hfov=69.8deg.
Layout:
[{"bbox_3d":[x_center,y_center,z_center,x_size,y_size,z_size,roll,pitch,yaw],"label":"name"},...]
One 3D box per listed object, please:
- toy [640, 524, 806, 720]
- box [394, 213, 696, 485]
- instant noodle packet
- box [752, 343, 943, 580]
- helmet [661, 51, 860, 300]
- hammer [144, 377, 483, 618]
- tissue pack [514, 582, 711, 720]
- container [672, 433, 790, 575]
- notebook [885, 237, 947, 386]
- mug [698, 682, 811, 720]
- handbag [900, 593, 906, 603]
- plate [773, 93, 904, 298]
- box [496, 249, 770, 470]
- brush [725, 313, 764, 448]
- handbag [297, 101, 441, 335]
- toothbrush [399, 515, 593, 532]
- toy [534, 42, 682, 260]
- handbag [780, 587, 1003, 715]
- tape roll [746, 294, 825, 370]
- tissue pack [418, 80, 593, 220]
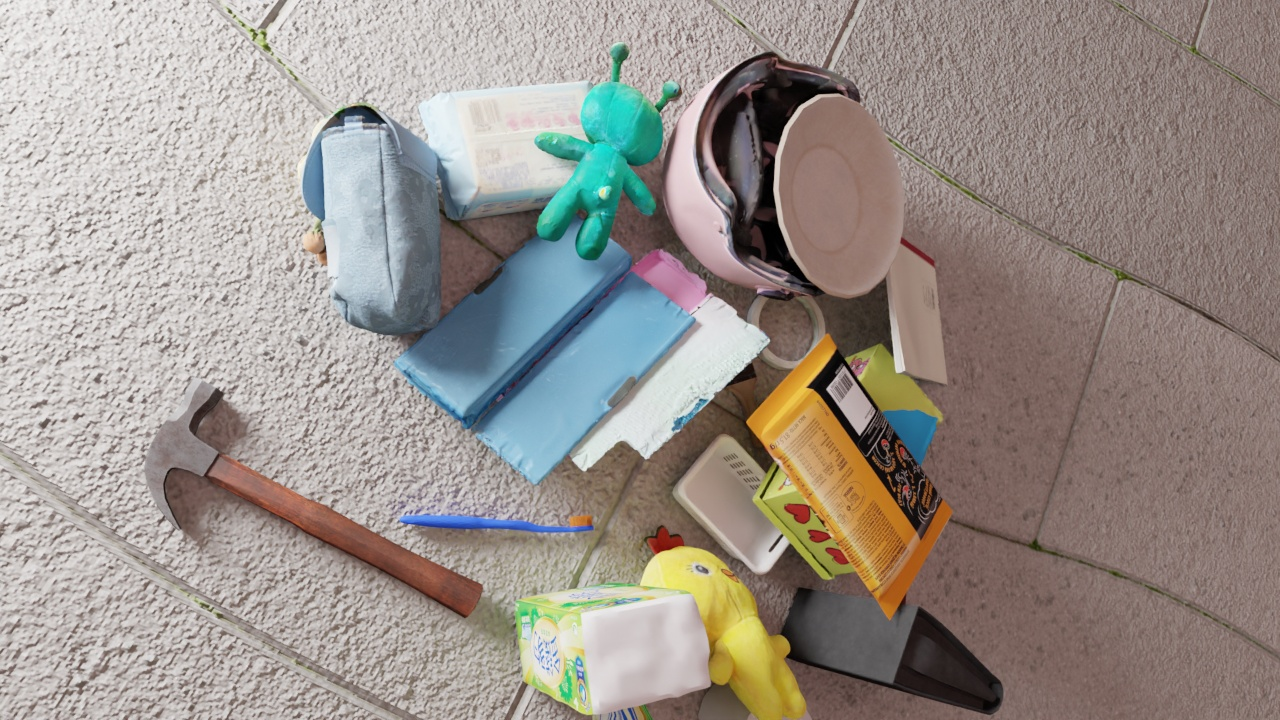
[{"bbox_3d":[0.069,0.244,0.843,0.133,0.208,0.092,20,105,-53],"label":"toy"},{"bbox_3d":[-0.081,-0.021,0.842,0.174,0.034,0.231,37,66,14],"label":"box"},{"bbox_3d":[0.201,0.102,0.850,0.221,0.032,0.159,54,49,-5],"label":"instant noodle packet"},{"bbox_3d":[0.215,0.100,0.935,0.124,0.081,0.220,45,53,-13],"label":"box"},{"bbox_3d":[0.128,-0.170,0.927,0.255,0.153,0.229,12,78,-32],"label":"helmet"},{"bbox_3d":[-0.269,0.139,0.779,0.300,0.028,0.111,33,70,-16],"label":"hammer"},{"bbox_3d":[-0.026,0.268,0.771,0.120,0.198,0.141,-5,82,-18],"label":"tissue pack"},{"bbox_3d":[0.092,0.144,0.920,0.129,0.050,0.080,47,68,-10],"label":"container"},{"bbox_3d":[0.300,-0.054,0.996,0.208,0.012,0.153,9,74,-59],"label":"notebook"},{"bbox_3d":[0.107,0.333,0.876,0.073,0.090,0.105,-3,83,-24],"label":"mug"},{"bbox_3d":[0.271,0.233,1.000,0.055,0.029,0.119,-11,92,-22],"label":"handbag"},{"bbox_3d":[0.182,-0.153,0.863,0.188,0.027,0.188,1,89,-39],"label":"plate"},{"bbox_3d":[-0.005,0.005,0.868,0.159,0.035,0.229,40,66,21],"label":"box"},{"bbox_3d":[0.106,0.020,0.965,0.038,0.012,0.151,-16,88,-25],"label":"brush"},{"bbox_3d":[-0.234,-0.117,0.791,0.119,0.121,0.192,-3,89,9],"label":"handbag"},{"bbox_3d":[-0.128,0.147,0.844,0.182,0.016,0.018,7,74,-22],"label":"toothbrush"},{"bbox_3d":[-0.028,-0.186,0.840,0.130,0.072,0.193,27,80,-22],"label":"toy"},{"bbox_3d":[0.268,0.307,0.906,0.195,0.176,0.072,33,70,-19],"label":"handbag"},{"bbox_3d":[0.159,-0.036,0.996,0.093,0.013,0.093,3,81,-22],"label":"tape roll"},{"bbox_3d":[-0.109,-0.201,0.876,0.181,0.070,0.112,-13,87,-27],"label":"tissue pack"}]
